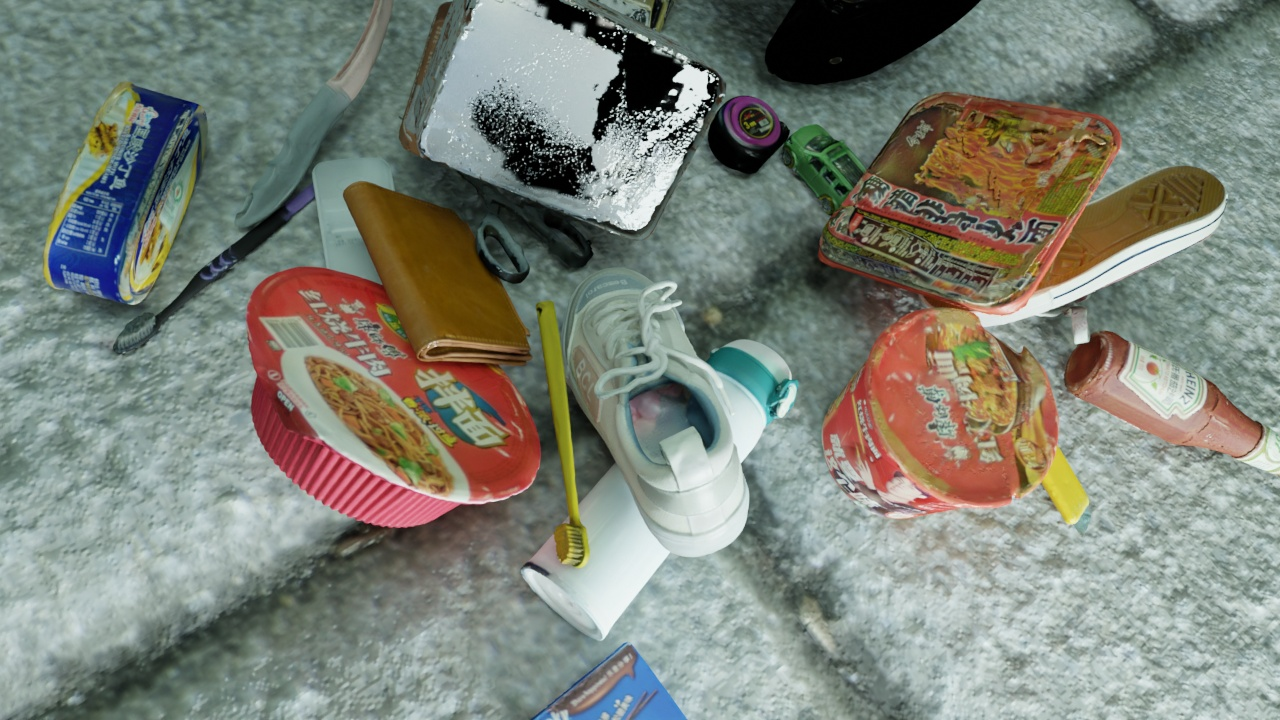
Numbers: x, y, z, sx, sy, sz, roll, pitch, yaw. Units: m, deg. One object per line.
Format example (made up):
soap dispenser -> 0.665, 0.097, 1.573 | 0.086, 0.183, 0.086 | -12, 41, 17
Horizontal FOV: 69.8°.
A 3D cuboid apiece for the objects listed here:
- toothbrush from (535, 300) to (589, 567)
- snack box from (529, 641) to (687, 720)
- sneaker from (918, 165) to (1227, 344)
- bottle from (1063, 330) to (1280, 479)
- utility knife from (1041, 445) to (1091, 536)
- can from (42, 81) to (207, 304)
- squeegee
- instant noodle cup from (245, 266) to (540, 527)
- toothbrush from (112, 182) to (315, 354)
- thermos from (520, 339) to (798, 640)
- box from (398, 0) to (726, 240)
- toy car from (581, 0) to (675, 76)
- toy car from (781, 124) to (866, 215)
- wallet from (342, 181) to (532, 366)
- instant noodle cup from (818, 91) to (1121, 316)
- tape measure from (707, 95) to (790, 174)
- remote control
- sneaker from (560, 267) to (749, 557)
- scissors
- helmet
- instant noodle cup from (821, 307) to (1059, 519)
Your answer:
toothbrush -> -0.053, 0.039, 0.579 | 0.016, 0.016, 0.189 | 21, 46, -39
snack box -> 0.006, 0.260, 0.552 | 0.084, 0.026, 0.157 | -34, 79, -23
sneaker -> 0.341, -0.072, 0.733 | 0.241, 0.088, 0.118 | -22, 49, 2
bottle -> 0.441, 0.043, 0.727 | 0.206, 0.060, 0.059 | 26, 65, -2
utility knife -> 0.301, 0.060, 0.711 | 0.033, 0.015, 0.164 | -23, 77, -15
can -> -0.330, -0.108, 0.594 | 0.049, 0.075, 0.148 | 14, 67, -12
squeegee -> -0.217, -0.199, 0.649 | 0.040, 0.248, 0.249 | 30, 82, -45
instant noodle cup -> -0.155, 0.030, 0.546 | 0.194, 0.193, 0.066 | 43, 109, 6
toothbrush -> -0.280, -0.071, 0.623 | 0.014, 0.017, 0.188 | 37, 63, 6
thermos -> 0.021, 0.076, 0.607 | 0.073, 0.073, 0.223 | 41, 65, 4
box -> -0.064, -0.191, 0.659 | 0.182, 0.154, 0.181 | 18, 27, -25
toy car -> -0.009, -0.297, 0.767 | 0.070, 0.042, 0.157 | 20, 68, -4
toy car -> 0.157, -0.157, 0.754 | 0.043, 0.036, 0.091 | -35, 76, -22
wallet -> -0.126, -0.055, 0.612 | 0.035, 0.119, 0.130 | -39, 67, 21
instant noodle cup -> 0.246, -0.112, 0.690 | 0.165, 0.079, 0.188 | 26, 72, 37
tape measure -> 0.084, -0.182, 0.744 | 0.058, 0.039, 0.057 | 40, 65, -1
remote control -> -0.194, -0.079, 0.643 | 0.055, 0.020, 0.136 | -10, 73, -17
sneaker -> -0.003, 0.003, 0.572 | 0.089, 0.091, 0.242 | -21, 44, -4
scissors -> -0.106, -0.119, 0.669 | 0.159, 0.014, 0.174 | 21, 42, -22
helmet -> 0.184, -0.375, 0.742 | 0.274, 0.231, 0.233 | 21, 57, -48
instant noodle cup -> 0.196, 0.048, 0.638 | 0.138, 0.109, 0.137 | 5, 67, -12
